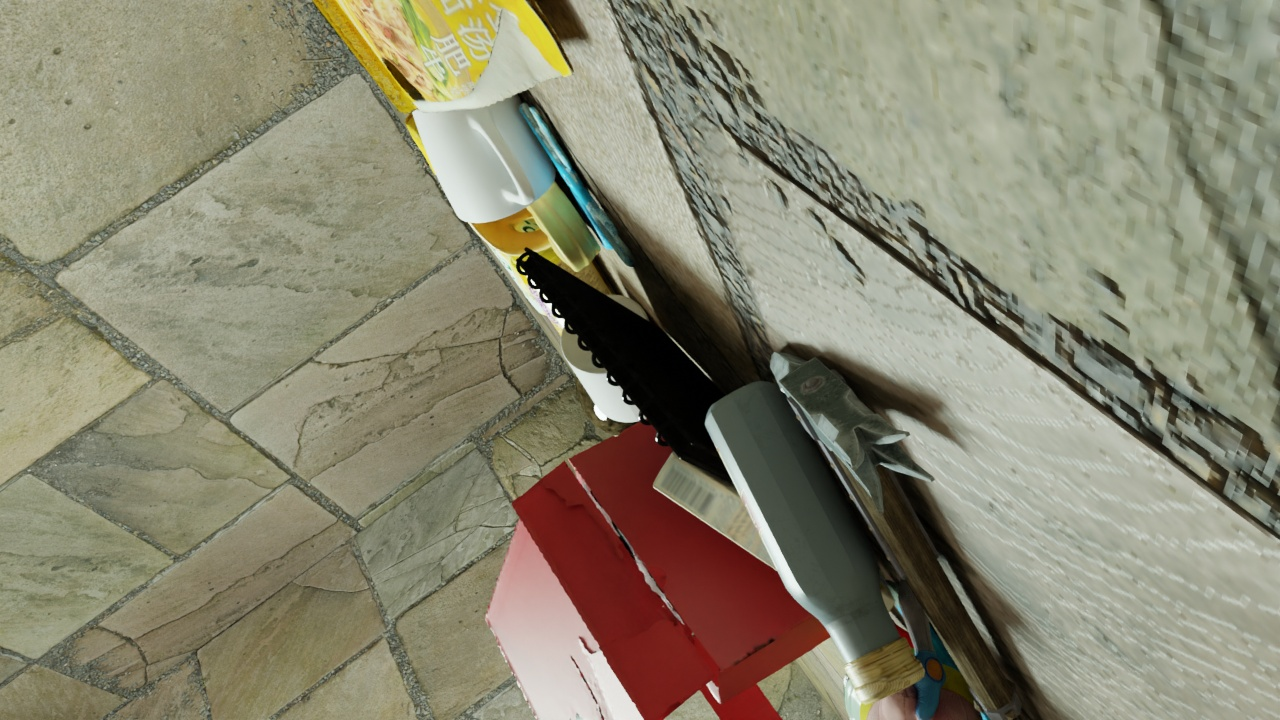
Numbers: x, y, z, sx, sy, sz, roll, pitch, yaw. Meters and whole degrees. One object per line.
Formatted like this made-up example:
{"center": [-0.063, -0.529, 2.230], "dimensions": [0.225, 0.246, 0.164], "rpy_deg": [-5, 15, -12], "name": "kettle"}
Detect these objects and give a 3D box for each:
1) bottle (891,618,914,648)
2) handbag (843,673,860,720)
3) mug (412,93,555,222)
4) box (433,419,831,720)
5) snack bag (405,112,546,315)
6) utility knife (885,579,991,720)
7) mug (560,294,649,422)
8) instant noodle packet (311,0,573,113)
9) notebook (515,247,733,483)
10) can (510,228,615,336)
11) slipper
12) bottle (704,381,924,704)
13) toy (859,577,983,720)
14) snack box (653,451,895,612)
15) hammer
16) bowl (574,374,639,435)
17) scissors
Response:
{"center": [0.153, 0.175, 0.677], "dimensions": [0.119, 0.036, 0.036], "rpy_deg": [51, 174, 34], "name": "bottle"}
{"center": [0.225, 0.309, 0.739], "dimensions": [0.106, 0.067, 0.122], "rpy_deg": [59, 172, -34], "name": "handbag"}
{"center": [-0.107, -0.150, 0.644], "dimensions": [0.114, 0.081, 0.088], "rpy_deg": [44, 163, 51], "name": "mug"}
{"center": [-0.013, 0.176, 0.659], "dimensions": [0.211, 0.315, 0.124], "rpy_deg": [48, -178, 41], "name": "box"}
{"center": [-0.151, -0.167, 0.966], "dimensions": [0.247, 0.068, 0.160], "rpy_deg": [53, 175, 6], "name": "snack bag"}
{"center": [0.215, 0.225, 0.572], "dimensions": [0.209, 0.015, 0.031], "rpy_deg": [58, 176, 1], "name": "utility knife"}
{"center": [-0.005, 0.005, 0.810], "dimensions": [0.112, 0.078, 0.097], "rpy_deg": [20, 159, 25], "name": "mug"}
{"center": [-0.121, -0.211, 0.470], "dimensions": [0.163, 0.084, 0.222], "rpy_deg": [55, 168, -28], "name": "instant noodle packet"}
{"center": [0.017, 0.012, 0.623], "dimensions": [0.169, 0.019, 0.231], "rpy_deg": [29, -166, -44], "name": "notebook"}
{"center": [-0.067, -0.072, 0.851], "dimensions": [0.105, 0.067, 0.067], "rpy_deg": [58, 173, -36], "name": "can"}
{"center": [-0.111, -0.135, 0.784], "dimensions": [0.099, 0.078, 0.263], "rpy_deg": [54, 177, -35], "name": "slipper"}
{"center": [0.090, 0.092, 0.470], "dimensions": [0.161, 0.046, 0.072], "rpy_deg": [64, -169, 21], "name": "bottle"}
{"center": [0.155, 0.205, 0.536], "dimensions": [0.097, 0.131, 0.124], "rpy_deg": [-11, 124, 34], "name": "toy"}
{"center": [0.080, 0.104, 0.558], "dimensions": [0.150, 0.026, 0.082], "rpy_deg": [33, -177, 10], "name": "snack box"}
{"center": [0.153, 0.129, 0.452], "dimensions": [0.317, 0.028, 0.147], "rpy_deg": [57, -178, -22], "name": "hammer"}
{"center": [-0.040, 0.023, 0.981], "dimensions": [0.121, 0.056, 0.121], "rpy_deg": [173, 91, -79], "name": "bowl"}
{"center": [-0.050, -0.128, 0.656], "dimensions": [0.141, 0.014, 0.090], "rpy_deg": [53, 177, -20], "name": "scissors"}
